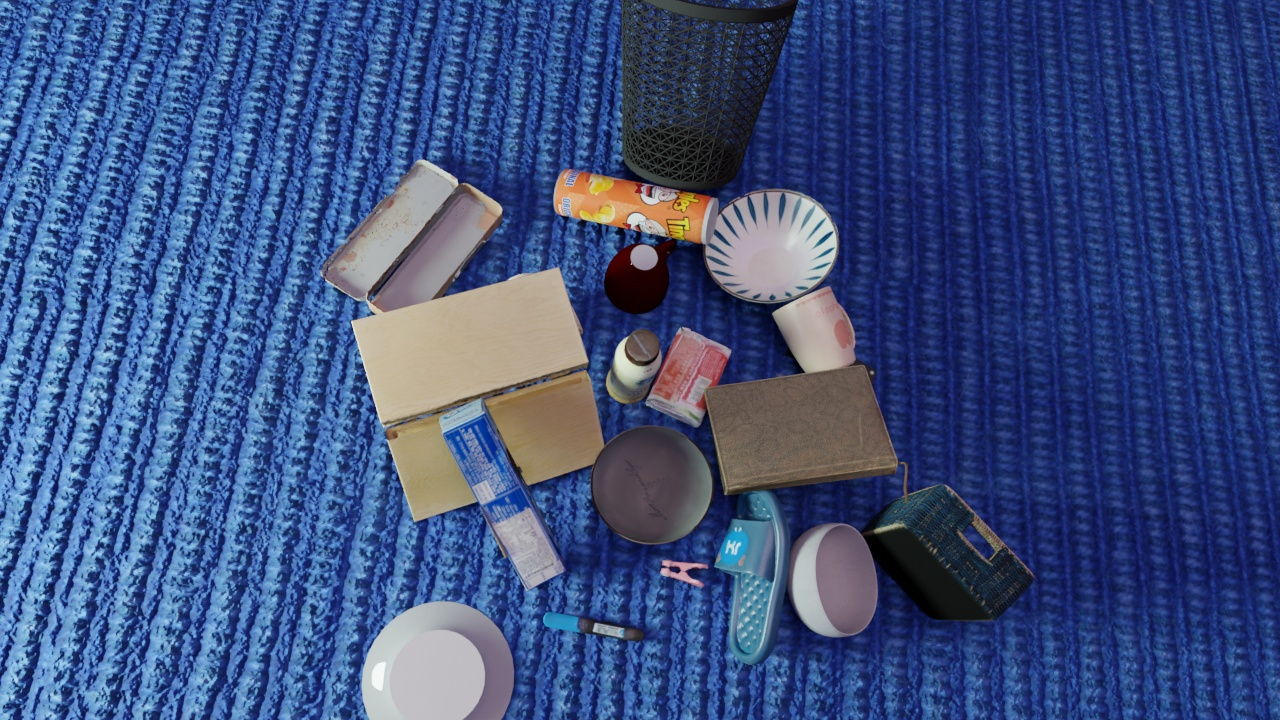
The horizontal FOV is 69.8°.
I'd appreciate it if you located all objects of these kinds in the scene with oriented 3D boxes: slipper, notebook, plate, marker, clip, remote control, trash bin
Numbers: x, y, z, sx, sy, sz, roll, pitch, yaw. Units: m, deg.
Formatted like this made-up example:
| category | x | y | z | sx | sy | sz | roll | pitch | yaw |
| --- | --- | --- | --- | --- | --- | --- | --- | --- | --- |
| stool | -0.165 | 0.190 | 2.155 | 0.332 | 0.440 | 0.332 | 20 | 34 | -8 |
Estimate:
| category | x | y | z | sx | sy | sz | roll | pitch | yaw |
| --- | --- | --- | --- | --- | --- | --- | --- | --- | --- |
| slipper | 0.131 | 0.251 | 1.094 | 0.059 | 0.104 | 0.213 | 12 | 74 | -27 |
| notebook | 0.198 | 0.100 | 1.113 | 0.215 | 0.034 | 0.189 | -8 | 56 | -3 |
| plate | -0.233 | 0.366 | 1.056 | 0.172 | 0.019 | 0.172 | 2 | 72 | -7 |
| marker | -0.056 | 0.319 | 1.097 | 0.123 | 0.015 | 0.018 | 12 | 75 | -6 |
| clip | 0.054 | 0.255 | 1.128 | 0.058 | 0.022 | 0.035 | 13 | 75 | -1 |
| remote control | 0.256 | 0.005 | 1.239 | 0.125 | 0.010 | 0.039 | 23 | 71 | 0 |
| trash bin | 0.070 | -0.368 | 1.185 | 0.217 | 0.244 | 0.216 | 5 | 39 | -5 |

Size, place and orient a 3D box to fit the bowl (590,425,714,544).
| category | x | y | z | sx | sy | sz | roll | pitch | yaw |
| --- | --- | --- | --- | --- | --- | --- | --- | --- | --- |
| bowl | 0.012 | 0.157 | 1.134 | 0.150 | 0.057 | 0.150 | 2 | 72 | -6 |

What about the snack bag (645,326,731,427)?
| category | x | y | z | sx | sy | sz | roll | pitch | yaw |
| --- | --- | --- | --- | --- | --- | --- | --- | --- | --- |
| snack bag | 0.063 | 0.022 | 1.195 | 0.077 | 0.036 | 0.115 | 24 | 71 | 2 |

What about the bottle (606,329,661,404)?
| category | x | y | z | sx | sy | sz | roll | pitch | yaw |
| --- | --- | --- | --- | --- | --- | --- | --- | --- | --- |
| bottle | -0.007 | 0.007 | 1.124 | 0.056 | 0.162 | 0.056 | 2 | 72 | -7 |

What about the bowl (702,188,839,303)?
| category | x | y | z | sx | sy | sz | roll | pitch | yaw |
| --- | --- | --- | --- | --- | --- | --- | --- | --- | --- |
| bowl | 0.175 | -0.138 | 1.233 | 0.177 | 0.071 | 0.177 | -4 | 63 | 9 |

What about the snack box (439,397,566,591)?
| category | x | y | z | sx | sy | sz | roll | pitch | yaw |
| --- | --- | --- | --- | --- | --- | --- | --- | --- | --- |
| snack box | -0.157 | 0.154 | 1.053 | 0.059 | 0.059 | 0.226 | -26 | 109 | -7 |

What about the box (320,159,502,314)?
| category | x | y | z | sx | sy | sz | roll | pitch | yaw |
| --- | --- | --- | --- | --- | --- | --- | --- | --- | --- |
| box | -0.298 | -0.156 | 1.207 | 0.148 | 0.043 | 0.216 | 34 | 72 | 0 |

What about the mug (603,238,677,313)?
| category | x | y | z | sx | sy | sz | roll | pitch | yaw |
| --- | --- | --- | --- | --- | --- | --- | --- | --- | --- |
| mug | 0.009 | -0.125 | 1.207 | 0.113 | 0.088 | 0.087 | -42 | 82 | -17 |

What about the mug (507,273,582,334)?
| category | x | y | z | sx | sy | sz | roll | pitch | yaw |
| --- | --- | --- | --- | --- | --- | --- | --- | --- | --- |
| mug | -0.140 | -0.060 | 1.158 | 0.097 | 0.122 | 0.081 | -28 | 49 | -8 |

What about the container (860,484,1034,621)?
| category | x | y | z | sx | sy | sz | roll | pitch | yaw |
| --- | --- | --- | --- | --- | --- | --- | --- | --- | --- |
| container | 0.351 | 0.233 | 1.085 | 0.071 | 0.188 | 0.145 | -40 | 81 | -14 |

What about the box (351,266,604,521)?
| category | x | y | z | sx | sy | sz | roll | pitch | yaw |
| --- | --- | --- | --- | --- | --- | --- | --- | --- | --- |
| box | -0.183 | 0.041 | 1.090 | 0.247 | 0.096 | 0.261 | -16 | 108 | -12 |

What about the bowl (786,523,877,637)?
| category | x | y | z | sx | sy | sz | roll | pitch | yaw |
| --- | --- | --- | --- | --- | --- | --- | --- | --- | --- |
| bowl | 0.223 | 0.265 | 1.108 | 0.131 | 0.065 | 0.131 | 15 | 67 | -42 |

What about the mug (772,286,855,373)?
| category | x | y | z | sx | sy | sz | roll | pitch | yaw |
| --- | --- | --- | --- | --- | --- | --- | --- | --- | --- |
| mug | 0.242 | -0.036 | 1.208 | 0.111 | 0.085 | 0.104 | -19 | 84 | -42 |

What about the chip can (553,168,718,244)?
| category | x | y | z | sx | sy | sz | roll | pitch | yaw |
| --- | --- | --- | --- | --- | --- | --- | --- | --- | --- |
| chip can | -0.006 | -0.205 | 1.217 | 0.210 | 0.062 | 0.062 | 14 | 70 | 13 |
